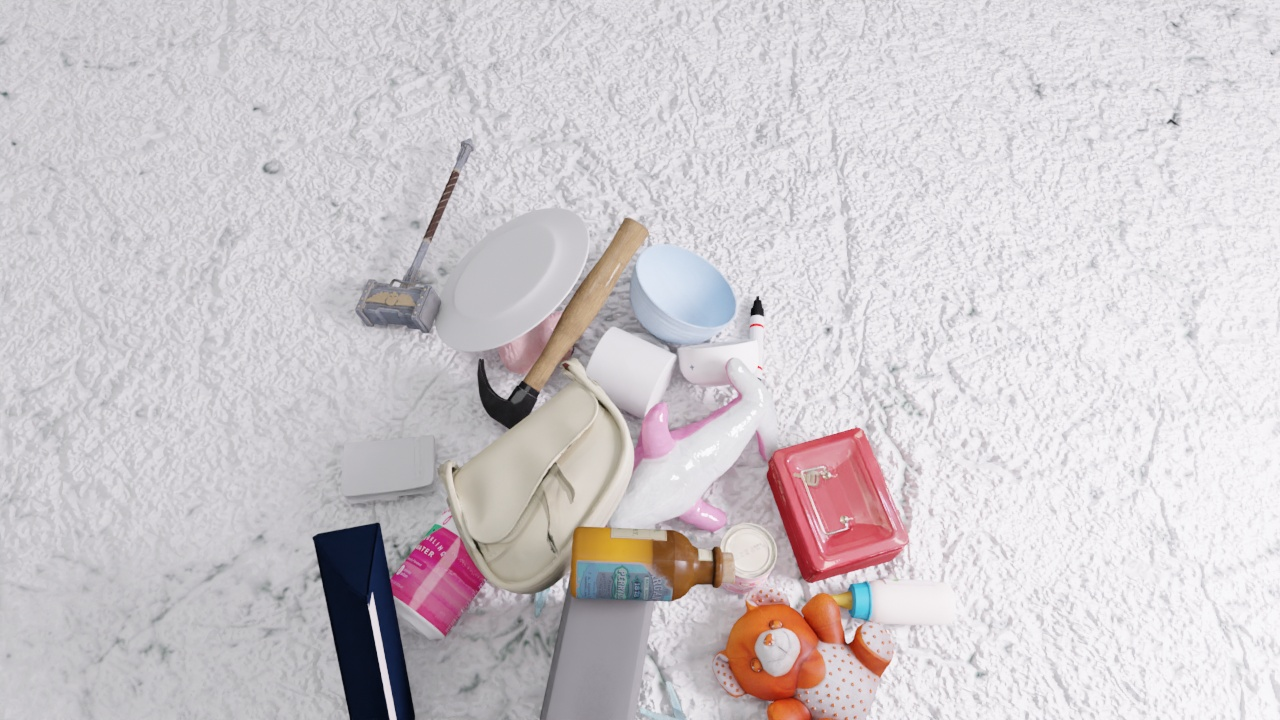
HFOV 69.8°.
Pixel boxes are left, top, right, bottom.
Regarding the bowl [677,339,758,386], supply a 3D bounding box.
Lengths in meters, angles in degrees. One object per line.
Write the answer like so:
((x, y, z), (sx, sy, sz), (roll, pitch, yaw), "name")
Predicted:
((0.101, 0.004, 1.178), (0.105, 0.105, 0.054), (-8, 95, -6), "bowl")

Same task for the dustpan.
((-0.293, 0.295, 0.950), (0.080, 0.273, 0.236), (-8, 105, -10), "dustpan")

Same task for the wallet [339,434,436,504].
((-0.309, 0.134, 1.135), (0.116, 0.032, 0.086), (-4, 52, -2), "wallet")

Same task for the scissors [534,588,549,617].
((-0.108, 0.224, 1.105), (0.076, 0.017, 0.173), (12, 67, 0), "scissors")

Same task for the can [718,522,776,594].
((0.121, 0.232, 1.071), (0.067, 0.076, 0.067), (1, 63, -1), "can")

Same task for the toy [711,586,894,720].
((0.177, 0.335, 1.011), (0.172, 0.093, 0.163), (26, 70, 14), "toy")

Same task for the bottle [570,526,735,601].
((0.013, 0.197, 0.884), (0.157, 0.068, 0.067), (2, 63, -1), "bottle")

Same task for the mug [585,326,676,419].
((-0.007, 0.007, 1.178), (0.090, 0.091, 0.121), (25, 48, 10), "mug")

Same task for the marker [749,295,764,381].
((0.156, -0.026, 1.236), (0.019, 0.019, 0.145), (6, 63, 1), "marker")

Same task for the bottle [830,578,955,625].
((0.288, 0.280, 1.066), (0.146, 0.051, 0.051), (2, 63, -1), "bottle")

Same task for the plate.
((-0.174, -0.113, 1.198), (0.243, 0.016, 0.242), (-20, 45, 21), "plate")

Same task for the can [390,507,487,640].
((-0.215, 0.231, 1.053), (0.088, 0.088, 0.165), (31, 66, 13), "can")

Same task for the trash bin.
((-0.046, 0.341, 0.947), (0.097, 0.192, 0.219), (10, 61, 3), "trash bin")

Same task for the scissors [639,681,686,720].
((0.069, 0.415, 1.012), (0.126, 0.015, 0.136), (-15, 70, -10), "scissors")

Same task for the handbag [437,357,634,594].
((-0.105, 0.124, 0.984), (0.229, 0.132, 0.184), (-39, 76, -11), "handbag")

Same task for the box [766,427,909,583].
((0.231, 0.172, 1.100), (0.129, 0.087, 0.158), (-13, 65, -10), "box")

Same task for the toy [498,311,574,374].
((-0.139, -0.033, 1.214), (0.105, 0.053, 0.108), (2, 67, -12), "toy")

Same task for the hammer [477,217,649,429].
((-0.091, -0.049, 1.159), (0.132, 0.040, 0.305), (33, 88, -1), "hammer")

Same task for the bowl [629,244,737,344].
((0.046, -0.075, 1.215), (0.150, 0.075, 0.150), (18, 44, -18), "bowl")

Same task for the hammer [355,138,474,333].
((-0.289, -0.187, 1.279), (0.098, 0.044, 0.321), (7, 62, 17), "hammer")

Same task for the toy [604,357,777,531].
((0.047, 0.112, 1.124), (0.265, 0.187, 0.128), (-35, 27, -17), "toy")
